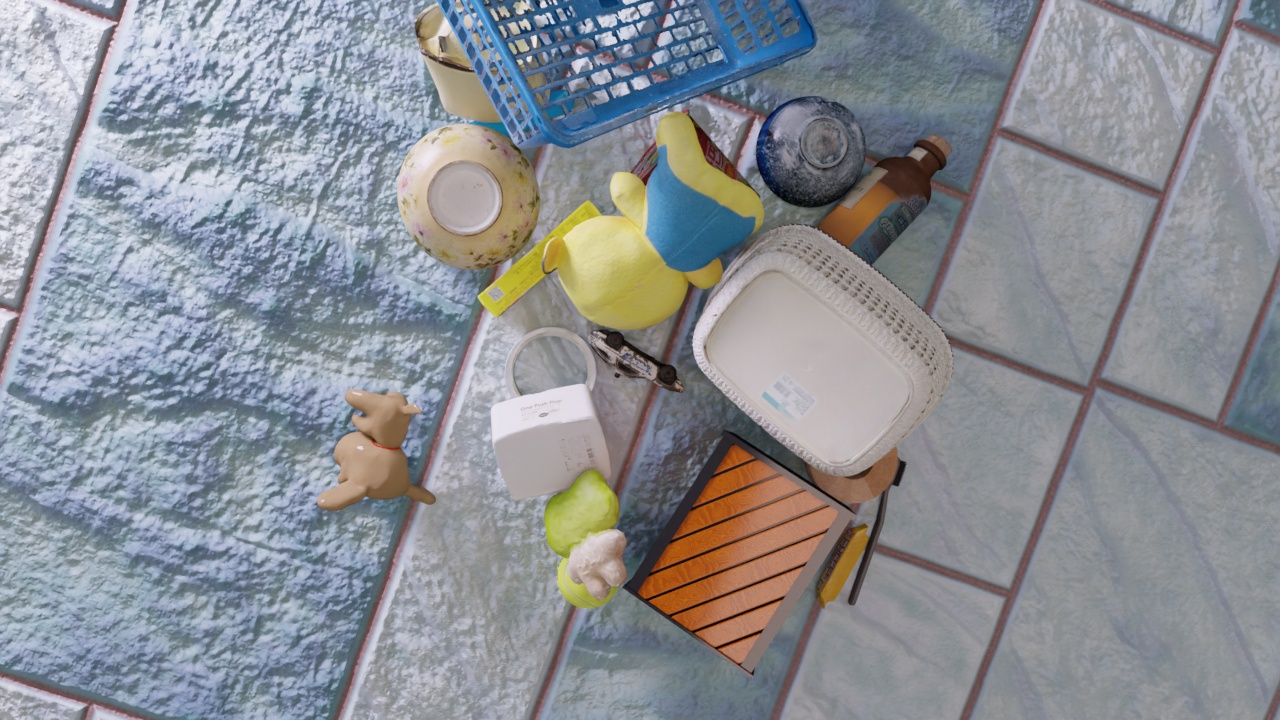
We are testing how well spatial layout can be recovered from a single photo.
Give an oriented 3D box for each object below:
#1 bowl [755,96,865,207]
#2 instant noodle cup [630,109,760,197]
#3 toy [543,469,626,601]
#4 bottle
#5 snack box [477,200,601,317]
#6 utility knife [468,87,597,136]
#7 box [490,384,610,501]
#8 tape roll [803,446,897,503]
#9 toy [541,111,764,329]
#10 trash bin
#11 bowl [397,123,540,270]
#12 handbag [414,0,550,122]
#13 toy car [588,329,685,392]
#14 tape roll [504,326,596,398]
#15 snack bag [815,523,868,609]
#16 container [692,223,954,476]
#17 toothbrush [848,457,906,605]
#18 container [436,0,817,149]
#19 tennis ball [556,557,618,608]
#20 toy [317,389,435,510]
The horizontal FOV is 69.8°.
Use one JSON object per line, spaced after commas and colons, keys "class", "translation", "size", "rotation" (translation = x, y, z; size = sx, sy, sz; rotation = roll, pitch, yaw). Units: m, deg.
{"class": "bowl", "translation": [0.178, -0.216, 0.929], "size": [0.114, 0.061, 0.114], "rotation": [0, 92, -4]}
{"class": "instant noodle cup", "translation": [0.057, -0.174, 0.910], "size": [0.112, 0.100, 0.100], "rotation": [38, 90, -13]}
{"class": "toy", "translation": [-0.048, 0.171, 0.885], "size": [0.092, 0.043, 0.117], "rotation": [-39, 61, 23]}
{"class": "bottle", "translation": [0.253, -0.165, 0.934], "size": [0.068, 0.068, 0.157], "rotation": [43, 90, -6]}
{"class": "snack box", "translation": [-0.099, -0.102, 0.927], "size": [0.148, 0.040, 0.029], "rotation": [-41, 96, -1]}
{"class": "utility knife", "translation": [-0.127, -0.241, 0.928], "size": [0.175, 0.015, 0.031], "rotation": [-20, 98, -1]}
{"class": "box", "translation": [-0.091, 0.070, 0.926], "size": [0.107, 0.095, 0.102], "rotation": [-12, 132, -1]}
{"class": "tape roll", "translation": [0.222, 0.102, 0.969], "size": [0.094, 0.027, 0.094], "rotation": [0, 94, -4]}
{"class": "toy", "translation": [0.008, -0.107, 0.861], "size": [0.149, 0.083, 0.214], "rotation": [39, 118, -23]}
{"class": "trash bin", "translation": [0.099, 0.179, 0.892], "size": [0.140, 0.139, 0.172], "rotation": [33, 91, 11]}
{"class": "bowl", "translation": [-0.170, -0.159, 0.899], "size": [0.145, 0.063, 0.145], "rotation": [-1, 101, -5]}
{"class": "handbag", "translation": [-0.146, -0.285, 0.867], "size": [0.111, 0.119, 0.081], "rotation": [-4, 82, 0]}
{"class": "toy car", "translation": [-0.006, 0.005, 0.936], "size": [0.113, 0.048, 0.040], "rotation": [32, 89, -5]}
{"class": "tape roll", "translation": [-0.092, 0.012, 0.946], "size": [0.094, 0.018, 0.094], "rotation": [0, 94, -3]}
{"class": "snack bag", "translation": [0.214, 0.217, 0.977], "size": [0.020, 0.026, 0.099], "rotation": [29, 92, -6]}
{"class": "container", "translation": [0.167, -0.006, 0.877], "size": [0.251, 0.143, 0.185], "rotation": [41, 113, 7]}
{"class": "toothbrush", "translation": [0.252, 0.184, 0.984], "size": [0.013, 0.013, 0.167], "rotation": [18, 92, -13]}
{"class": "container", "translation": [-0.024, -0.335, 0.816], "size": [0.361, 0.089, 0.257], "rotation": [-32, 96, -37]}
{"class": "tennis ball", "translation": [-0.053, 0.220, 0.938], "size": [0.065, 0.065, 0.065], "rotation": [0, 94, -4]}
{"class": "toy", "translation": [-0.258, 0.086, 0.905], "size": [0.106, 0.134, 0.108], "rotation": [13, 94, 38]}
